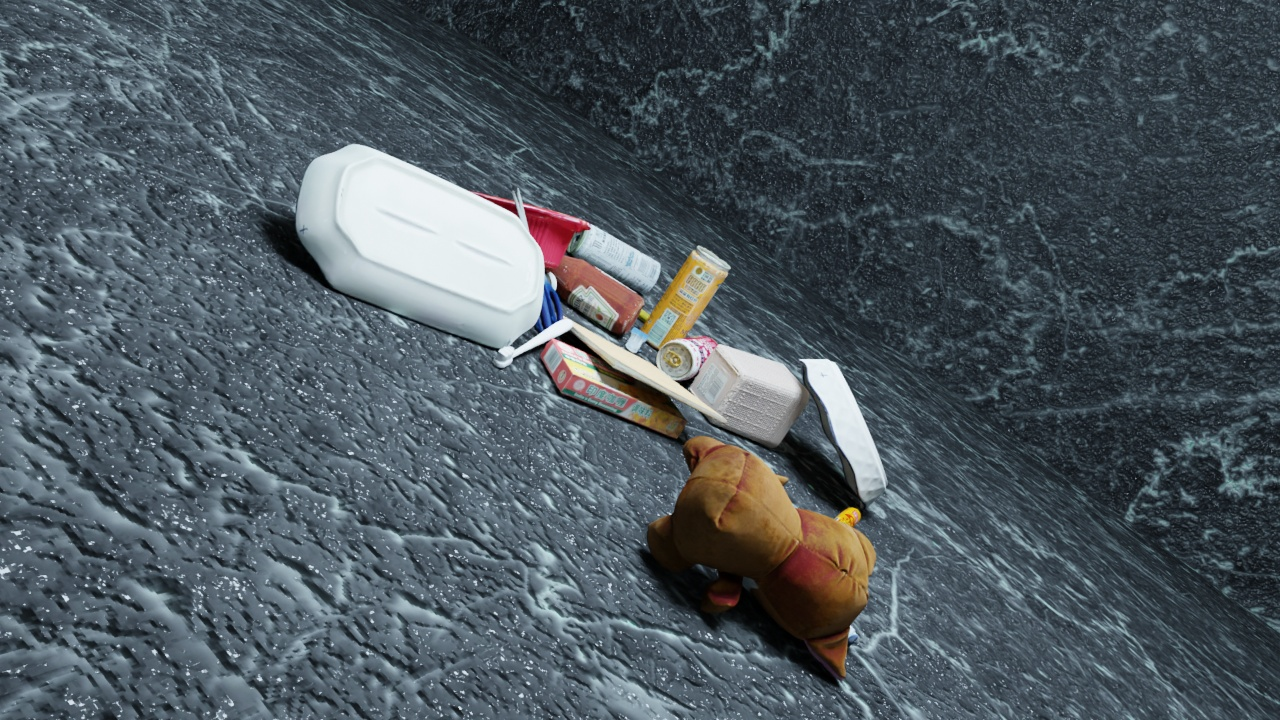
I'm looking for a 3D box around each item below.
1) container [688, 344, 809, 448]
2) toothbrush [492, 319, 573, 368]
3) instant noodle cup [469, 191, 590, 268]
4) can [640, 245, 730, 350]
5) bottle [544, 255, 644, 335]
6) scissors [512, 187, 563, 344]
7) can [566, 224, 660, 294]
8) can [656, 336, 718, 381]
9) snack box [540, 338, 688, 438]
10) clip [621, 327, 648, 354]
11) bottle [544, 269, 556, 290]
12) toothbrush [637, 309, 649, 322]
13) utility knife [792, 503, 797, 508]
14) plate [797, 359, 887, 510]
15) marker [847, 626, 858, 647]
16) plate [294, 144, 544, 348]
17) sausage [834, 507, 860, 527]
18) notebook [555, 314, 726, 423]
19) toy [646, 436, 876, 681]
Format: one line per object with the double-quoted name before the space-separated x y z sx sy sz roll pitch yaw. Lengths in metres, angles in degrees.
"container" 0.132 0.042 1.151 0.110 0.090 0.090 20 21 -33
"toothbrush" -0.106 -0.023 0.950 0.016 0.016 0.179 32 22 9
"instant noodle cup" -0.159 -0.154 1.097 0.194 0.066 0.194 13 4 -1
"can" 0.060 -0.081 1.254 0.058 0.146 0.058 31 16 -10
"bottle" -0.093 -0.109 1.193 0.206 0.060 0.059 33 16 3
"scissors" -0.118 -0.098 0.994 0.124 0.012 0.174 -81 155 -45
"can" -0.041 -0.161 1.449 0.146 0.058 0.058 27 18 -25
"can" 0.065 -0.003 1.201 0.053 0.053 0.132 38 15 14
"snack box" -0.027 0.031 0.969 0.155 0.027 0.077 24 17 -34
"clip" -0.010 -0.019 1.172 0.027 0.045 0.058 36 21 -1
"bottle" -0.145 -0.083 1.041 0.080 0.044 0.194 39 15 8
"toothbrush" -0.012 -0.075 1.336 0.190 0.016 0.016 38 21 14
"utility knife" 0.129 0.154 0.949 0.029 0.013 0.151 40 16 27
"plate" 0.259 0.088 1.166 0.204 0.045 0.205 -22 89 -84
"marker" 0.138 0.204 0.814 0.131 0.018 0.022 40 8 21
"plate" -0.193 -0.113 0.877 0.265 0.034 0.161 22 58 -36
"sausage" 0.223 0.186 1.026 0.021 0.021 0.165 40 17 18
"notebook" -0.006 0.006 1.034 0.149 0.012 0.211 28 4 -27
"toy" 0.104 0.156 0.740 0.199 0.139 0.131 33 -26 -11
